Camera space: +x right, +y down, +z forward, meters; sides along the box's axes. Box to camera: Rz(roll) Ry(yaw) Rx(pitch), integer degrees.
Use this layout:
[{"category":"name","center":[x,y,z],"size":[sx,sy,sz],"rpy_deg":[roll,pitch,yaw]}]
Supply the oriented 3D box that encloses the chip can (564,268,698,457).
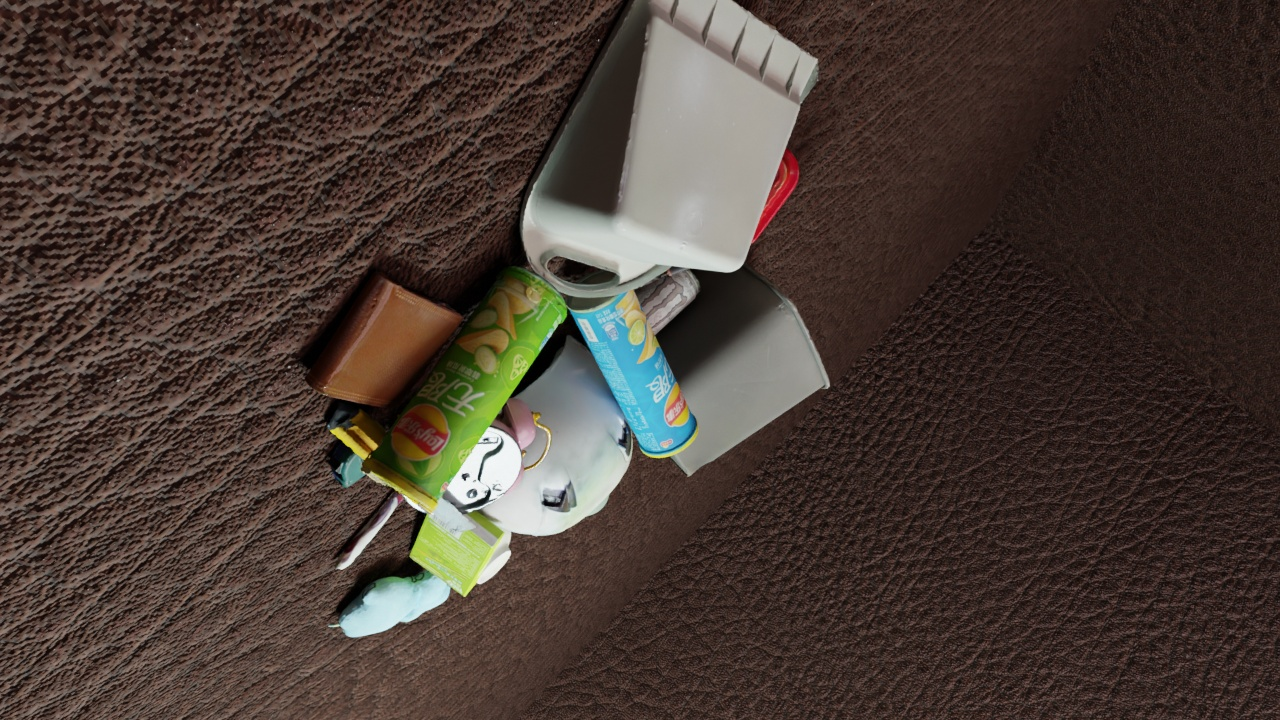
[{"category":"chip can","center":[-0.006,0.006,0.970],"size":[0.071,0.071,0.210],"rpy_deg":[-42,127,-22]}]

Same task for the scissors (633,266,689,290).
[{"category":"scissors","center":[0.022,-0.103,1.029],"size":[0.198,0.015,0.212],"rpy_deg":[-16,-159,20]}]

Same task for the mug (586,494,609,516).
[{"category":"mug","center":[-0.115,0.193,1.321],"size":[0.112,0.082,0.106],"rpy_deg":[-21,172,19]}]

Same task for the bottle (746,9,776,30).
[{"category":"bottle","center":[0.056,-0.221,0.845],"size":[0.059,0.060,0.206],"rpy_deg":[-19,146,-59]}]

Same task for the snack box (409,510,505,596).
[{"category":"snack box","center":[-0.213,0.212,1.054],"size":[0.026,0.086,0.157],"rpy_deg":[-52,176,-40]}]

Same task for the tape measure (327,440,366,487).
[{"category":"tape measure","center":[-0.249,0.084,0.820],"size":[0.058,0.025,0.055],"rpy_deg":[-40,162,-28]}]

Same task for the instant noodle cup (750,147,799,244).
[{"category":"instant noodle cup","center":[0.098,-0.188,0.960],"size":[0.116,0.116,0.124],"rpy_deg":[-54,175,16]}]

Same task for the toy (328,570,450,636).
[{"category":"toy","center":[-0.298,0.293,1.109],"size":[0.156,0.050,0.162],"rpy_deg":[-28,156,-29]}]

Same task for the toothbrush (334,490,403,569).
[{"category":"toothbrush","center":[-0.257,0.145,0.951],"size":[0.187,0.016,0.017],"rpy_deg":[-49,155,3]}]

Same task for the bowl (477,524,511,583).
[{"category":"bowl","center":[-0.213,0.248,1.200],"size":[0.116,0.066,0.117],"rpy_deg":[-43,163,-17]}]

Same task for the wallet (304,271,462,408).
[{"category":"wallet","center":[-0.200,-0.014,0.723],"size":[0.101,0.032,0.124],"rpy_deg":[-52,164,2]}]

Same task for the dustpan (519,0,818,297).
[{"category":"dustpan","center":[0.009,-0.173,0.799],"size":[0.222,0.143,0.258],"rpy_deg":[12,93,-46]}]

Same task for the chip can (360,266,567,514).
[{"category":"chip can","center":[-0.146,0.020,0.787],"size":[0.221,0.072,0.073],"rpy_deg":[-58,166,-15]}]

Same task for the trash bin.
[{"category":"trash bin","center":[0.083,0.005,1.162],"size":[0.219,0.198,0.199],"rpy_deg":[-39,133,-5]}]

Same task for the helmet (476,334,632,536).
[{"category":"helmet","center":[-0.096,0.113,1.056],"size":[0.228,0.146,0.259],"rpy_deg":[-39,161,-28]}]

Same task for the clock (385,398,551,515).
[{"category":"clock","center":[-0.160,0.088,0.887],"size":[0.158,0.059,0.117],"rpy_deg":[1,126,-26]}]

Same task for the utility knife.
[{"category":"utility knife","center":[-0.208,0.104,0.823],"size":[0.033,0.015,0.218],"rpy_deg":[-32,135,1]}]

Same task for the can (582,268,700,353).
[{"category":"can","center":[0.001,-0.054,1.079],"size":[0.146,0.058,0.058],"rpy_deg":[-42,162,-16]}]
